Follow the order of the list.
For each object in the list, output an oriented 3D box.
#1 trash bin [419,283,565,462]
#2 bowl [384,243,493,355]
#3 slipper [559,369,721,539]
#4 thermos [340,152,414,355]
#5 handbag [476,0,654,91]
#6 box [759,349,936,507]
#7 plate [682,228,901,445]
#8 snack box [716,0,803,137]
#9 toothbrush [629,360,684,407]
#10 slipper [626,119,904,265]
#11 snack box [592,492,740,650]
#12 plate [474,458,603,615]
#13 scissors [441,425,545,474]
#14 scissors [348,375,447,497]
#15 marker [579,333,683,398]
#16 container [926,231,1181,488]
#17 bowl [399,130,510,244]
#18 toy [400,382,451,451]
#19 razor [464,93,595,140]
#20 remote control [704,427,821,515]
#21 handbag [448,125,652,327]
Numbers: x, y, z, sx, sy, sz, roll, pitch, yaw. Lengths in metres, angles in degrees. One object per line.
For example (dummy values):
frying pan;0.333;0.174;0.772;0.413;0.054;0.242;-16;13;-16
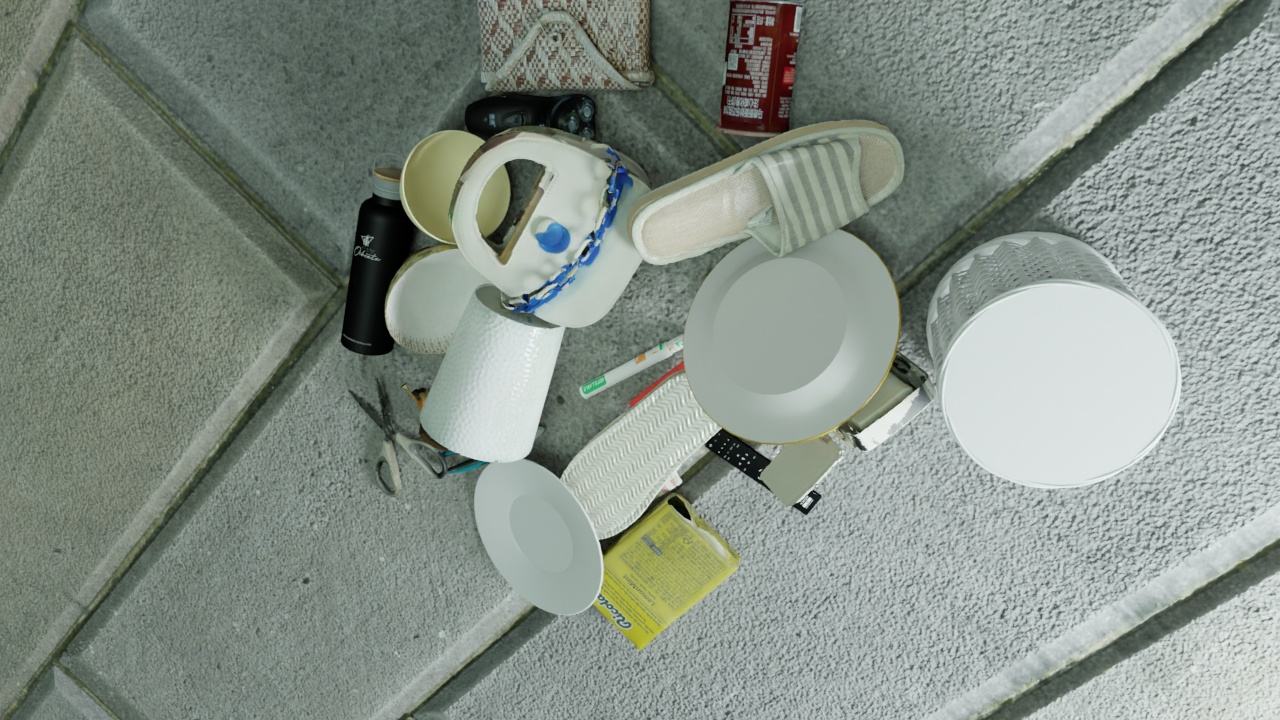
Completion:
trash bin;-0.157;0.010;1.016;0.133;0.133;0.161;25;111;6
bowl;-0.225;-0.080;1.022;0.063;0.145;0.145;48;120;37
slipper;0.004;0.107;1.048;0.115;0.052;0.264;41;118;-4
thermos;-0.295;-0.121;1.044;0.061;0.061;0.232;19;113;8
handbag;-0.078;-0.333;0.918;0.186;0.046;0.124;4;109;14
box;0.196;0.069;0.922;0.184;0.143;0.099;-38;124;0
plate;0.139;-0.031;0.902;0.230;0.021;0.229;-11;68;29
snack box;0.113;-0.277;0.871;0.072;0.072;0.121;8;110;13
toothbrush;0.066;-0.007;1.012;0.213;0.017;0.012;-38;96;27
slipper;0.120;-0.153;0.880;0.273;0.054;0.114;-15;130;4
snack box;0.021;0.249;1.098;0.121;0.045;0.181;44;112;-3
plate;-0.123;0.210;1.108;0.209;0.015;0.209;17;119;33
scissors;-0.180;0.112;1.119;0.136;0.019;0.139;19;112;7
scissors;-0.307;0.104;1.148;0.157;0.012;0.171;21;118;17
marker;-0.006;0.006;1.033;0.146;0.017;0.017;-28;100;23
container;0.362;-0.007;0.833;0.189;0.186;0.189;5;110;14
bowl;-0.209;-0.182;0.987;0.074;0.117;0.118;6;118;59
toy;-0.247;0.064;1.099;0.100;0.062;0.076;53;151;-16
razor;-0.116;-0.248;0.948;0.140;0.063;0.053;3;108;12
remote control;0.139;0.125;1.039;0.140;0.009;0.030;34;114;2
handbag;-0.091;-0.139;0.927;0.199;0.092;0.201;22;117;-19
